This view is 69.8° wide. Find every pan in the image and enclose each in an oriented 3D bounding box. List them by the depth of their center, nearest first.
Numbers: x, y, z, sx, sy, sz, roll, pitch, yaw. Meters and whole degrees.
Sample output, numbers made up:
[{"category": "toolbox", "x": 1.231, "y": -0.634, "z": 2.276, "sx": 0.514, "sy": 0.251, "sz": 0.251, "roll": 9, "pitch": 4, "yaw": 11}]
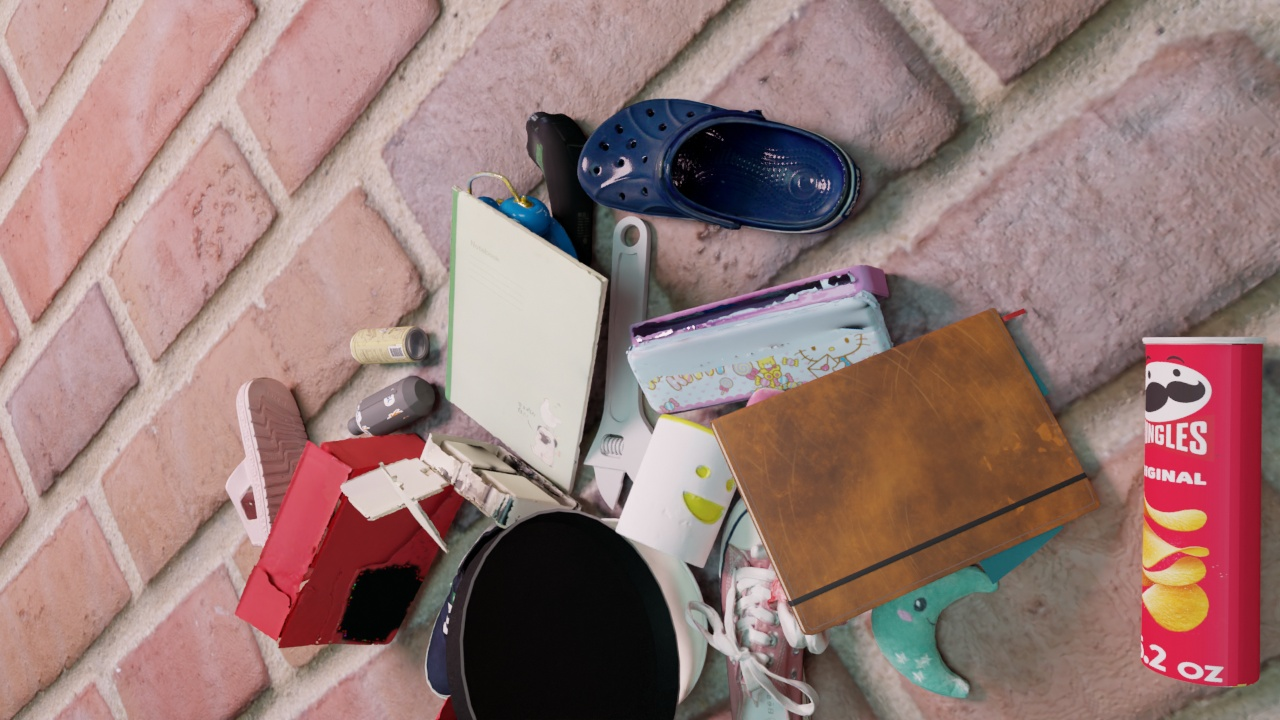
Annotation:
[{"category": "pan", "x": -0.026, "y": 0.289, "z": 0.717, "sx": 0.034, "sy": 0.224, "sz": 0.356, "roll": -26, "pitch": 90, "yaw": 38}]

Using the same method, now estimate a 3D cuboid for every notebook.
[{"category": "notebook", "x": 0.199, "y": 0.079, "z": 0.657, "sx": 0.249, "sy": 0.014, "sz": 0.178, "roll": -21, "pitch": 76, "yaw": -8}, {"category": "notebook", "x": -0.115, "y": -0.013, "z": 0.845, "sx": 0.182, "sy": 0.010, "sz": 0.253, "roll": 34, "pitch": 134, "yaw": 25}]

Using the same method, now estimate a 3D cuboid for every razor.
[{"category": "razor", "x": -0.074, "y": -0.159, "z": 0.865, "sx": 0.067, "sy": 0.053, "sz": 0.151, "roll": -3, "pitch": 96, "yaw": 44}]

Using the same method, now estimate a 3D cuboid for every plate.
[{"category": "plate", "x": -0.015, "y": 0.234, "z": 0.842, "sx": 0.183, "sy": 0.034, "sz": 0.182, "roll": 1, "pitch": 91, "yaw": 29}]

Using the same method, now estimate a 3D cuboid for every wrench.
[{"category": "wrench", "x": -0.005, "y": 0.005, "z": 0.843, "sx": 0.087, "sy": 0.018, "sz": 0.273, "roll": 5, "pitch": 92, "yaw": 29}]

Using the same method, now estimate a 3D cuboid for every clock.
[{"category": "clock", "x": -0.118, "y": -0.098, "z": 0.849, "sx": 0.117, "sy": 0.060, "sz": 0.161, "roll": 5, "pitch": 118, "yaw": 44}]

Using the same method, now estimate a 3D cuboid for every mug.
[{"category": "mug", "x": 0.035, "y": 0.109, "z": 0.768, "sx": 0.083, "sy": 0.082, "sz": 0.106, "roll": 18, "pitch": 81, "yaw": 28}]

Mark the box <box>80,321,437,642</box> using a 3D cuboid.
[{"category": "box", "x": -0.394, "y": 0.123, "z": 0.964, "sx": 0.325, "sy": 0.152, "sz": 0.214, "roll": 30, "pitch": 106, "yaw": 10}]

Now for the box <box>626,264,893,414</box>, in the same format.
[{"category": "box", "x": 0.093, "y": -0.022, "z": 0.743, "sx": 0.215, "sy": 0.077, "sz": 0.096, "roll": -13, "pitch": 57, "yaw": 28}]

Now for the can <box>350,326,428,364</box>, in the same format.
[{"category": "can", "x": -0.268, "y": -0.016, "z": 0.978, "sx": 0.080, "sy": 0.038, "sz": 0.038, "roll": -2, "pitch": 90, "yaw": 29}]

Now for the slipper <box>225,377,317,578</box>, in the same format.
[{"category": "slipper", "x": -0.413, "y": 0.138, "z": 1.032, "sx": 0.065, "sy": 0.094, "sz": 0.239, "roll": -25, "pitch": 73, "yaw": 23}]

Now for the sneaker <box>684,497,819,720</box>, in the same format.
[{"category": "sneaker", "x": 0.097, "y": 0.225, "z": 0.749, "sx": 0.118, "sy": 0.087, "sz": 0.241, "roll": -1, "pitch": 91, "yaw": 29}]

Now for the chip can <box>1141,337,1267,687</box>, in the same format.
[{"category": "chip can", "x": 0.369, "y": 0.095, "z": 0.604, "sx": 0.069, "sy": 0.069, "sz": 0.220, "roll": 1, "pitch": 92, "yaw": 29}]

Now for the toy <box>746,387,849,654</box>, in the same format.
[{"category": "toy", "x": 0.138, "y": 0.121, "z": 0.693, "sx": 0.159, "sy": 0.084, "sz": 0.193, "roll": 17, "pitch": 69, "yaw": 7}]

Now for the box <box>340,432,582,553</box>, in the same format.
[{"category": "box", "x": -0.168, "y": 0.121, "z": 0.823, "sx": 0.143, "sy": 0.191, "sz": 0.069, "roll": 27, "pitch": 96, "yaw": 42}]

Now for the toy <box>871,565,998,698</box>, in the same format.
[{"category": "toy", "x": 0.223, "y": 0.202, "z": 0.711, "sx": 0.085, "sy": 0.033, "sz": 0.105, "roll": 16, "pitch": 97, "yaw": 17}]

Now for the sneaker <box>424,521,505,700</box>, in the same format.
[{"category": "sneaker", "x": -0.164, "y": 0.244, "z": 0.901, "sx": 0.084, "sy": 0.079, "sz": 0.236, "roll": 38, "pitch": 109, "yaw": 22}]

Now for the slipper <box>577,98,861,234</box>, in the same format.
[{"category": "slipper", "x": 0.055, "y": -0.166, "z": 0.765, "sx": 0.253, "sy": 0.095, "sz": 0.105, "roll": 14, "pitch": 100, "yaw": 25}]

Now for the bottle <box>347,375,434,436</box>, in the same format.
[{"category": "bottle", "x": -0.268, "y": 0.053, "z": 0.975, "sx": 0.113, "sy": 0.047, "sz": 0.047, "roll": -25, "pitch": 79, "yaw": 27}]
